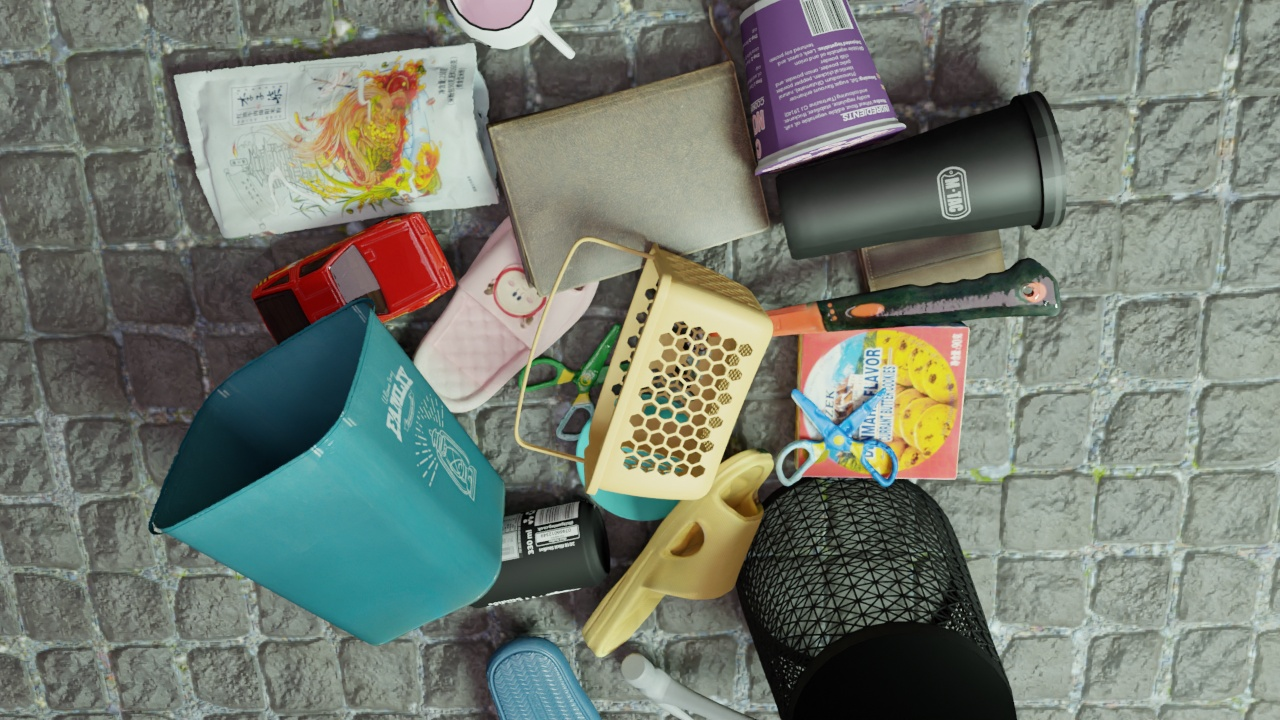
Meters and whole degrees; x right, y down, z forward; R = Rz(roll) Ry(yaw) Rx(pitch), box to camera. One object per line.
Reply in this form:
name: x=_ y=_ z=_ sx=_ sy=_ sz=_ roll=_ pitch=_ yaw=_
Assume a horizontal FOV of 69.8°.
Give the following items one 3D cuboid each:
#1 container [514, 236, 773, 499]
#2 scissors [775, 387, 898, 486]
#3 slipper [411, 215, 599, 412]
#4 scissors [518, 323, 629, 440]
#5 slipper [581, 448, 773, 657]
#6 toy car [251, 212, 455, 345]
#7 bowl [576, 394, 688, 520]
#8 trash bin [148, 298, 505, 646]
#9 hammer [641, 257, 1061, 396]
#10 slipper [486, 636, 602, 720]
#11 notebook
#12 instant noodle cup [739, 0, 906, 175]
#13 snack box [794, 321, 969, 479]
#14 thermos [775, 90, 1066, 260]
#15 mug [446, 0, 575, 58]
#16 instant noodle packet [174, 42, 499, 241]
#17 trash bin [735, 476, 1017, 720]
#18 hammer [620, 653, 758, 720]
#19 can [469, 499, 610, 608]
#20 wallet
container: x=-0.004 y=0.004 z=0.734 sx=0.167 sy=0.129 sz=0.184 roll=15 pitch=109 yaw=-11
scissors: x=0.173 y=0.072 z=0.813 sx=0.130 sy=0.013 sz=0.125 roll=-41 pitch=99 yaw=11
slipper: x=-0.120 y=-0.041 z=0.816 sx=0.107 sy=0.055 sz=0.222 roll=39 pitch=104 yaw=-9
scissors: x=-0.048 y=0.025 z=0.853 sx=0.130 sy=0.012 sz=0.117 roll=-11 pitch=106 yaw=7
slipper: x=0.047 y=0.190 z=0.843 sx=0.078 sy=0.099 sz=0.264 roll=46 pitch=110 yaw=20
toy car: x=-0.253 y=-0.065 z=0.808 sx=0.190 sy=0.056 sz=0.081 roll=-20 pitch=105 yaw=18
bowl: x=0.004 y=0.083 z=0.848 sx=0.121 sy=0.046 sz=0.121 roll=1 pitch=105 yaw=3
trash bin: x=-0.240 y=0.107 z=0.775 sx=0.199 sy=0.196 sz=0.218 roll=-27 pitch=125 yaw=15
hammer: x=0.168 y=-0.038 z=0.768 sx=0.334 sy=0.033 sz=0.133 roll=-8 pitch=98 yaw=20
slipper: x=-0.092 y=0.356 z=0.925 sx=0.104 sy=0.059 sz=0.214 roll=-15 pitch=116 yaw=-3
notebook: x=-0.010 y=-0.171 z=0.760 sx=0.215 sy=0.034 sz=0.190 roll=-16 pitch=105 yaw=-8
instant noodle cup: x=0.139 y=-0.227 z=0.733 sx=0.136 sy=0.122 sz=0.122 roll=-19 pitch=95 yaw=-37
snack box: x=0.213 y=0.033 z=0.826 sx=0.145 sy=0.040 sz=0.143 roll=0 pitch=105 yaw=4
thermos: x=0.223 y=-0.138 z=0.736 sx=0.219 sy=0.105 sz=0.106 roll=-11 pitch=105 yaw=13
mug: x=-0.099 y=-0.286 z=0.736 sx=0.124 sy=0.076 sz=0.090 roll=42 pitch=103 yaw=-8
instant noodle packet: x=-0.260 y=-0.186 z=0.787 sx=0.269 sy=0.057 sz=0.147 roll=-5 pitch=108 yaw=8
trash bin: x=0.195 y=0.235 z=0.777 sx=0.217 sy=0.243 sz=0.217 roll=1 pitch=105 yaw=3
hammer: x=0.130 y=0.346 z=0.830 sx=0.311 sy=0.029 sz=0.125 roll=13 pitch=153 yaw=32
can: x=-0.107 y=0.183 z=0.864 sx=0.146 sy=0.080 sz=0.080 roll=-12 pitch=104 yaw=6
wallet: x=0.250 y=-0.098 z=0.796 sx=0.121 sy=0.027 sz=0.099 roll=-13 pitch=100 yaw=8
